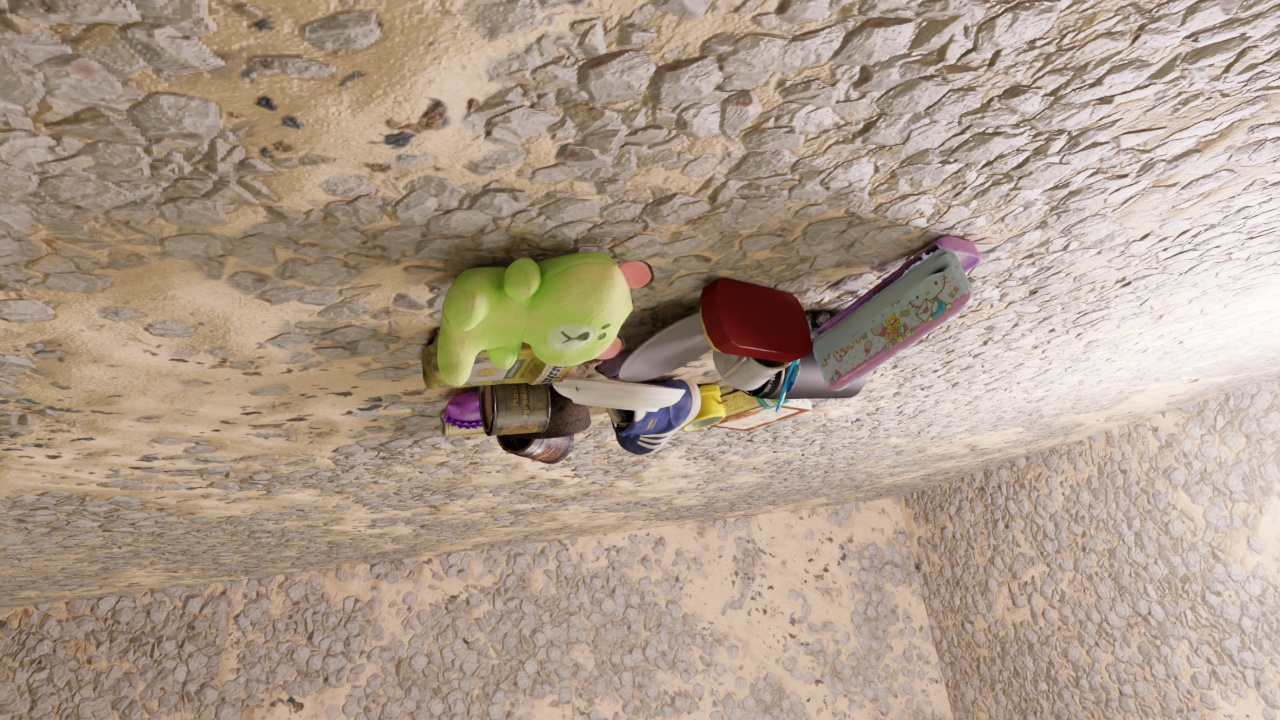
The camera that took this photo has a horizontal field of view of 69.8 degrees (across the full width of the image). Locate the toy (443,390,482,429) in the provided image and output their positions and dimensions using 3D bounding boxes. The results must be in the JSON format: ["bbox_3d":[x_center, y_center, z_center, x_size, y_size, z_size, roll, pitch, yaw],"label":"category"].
[{"bbox_3d":[-0.230,0.069,1.269,0.088,0.055,0.106,-1,163,-17],"label":"toy"}]

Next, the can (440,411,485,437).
[{"bbox_3d":[-0.254,0.092,1.360,0.079,0.038,0.038,-3,162,-23],"label":"can"}]

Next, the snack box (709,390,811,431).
[{"bbox_3d":[0.198,0.081,1.585,0.143,0.041,0.146,-22,159,35],"label":"snack box"}]

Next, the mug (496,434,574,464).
[{"bbox_3d":[-0.150,0.103,1.418,0.116,0.080,0.107,-44,154,10],"label":"mug"}]

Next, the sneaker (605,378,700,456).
[{"bbox_3d":[-0.018,0.096,1.420,0.118,0.091,0.234,-4,163,-34],"label":"sneaker"}]

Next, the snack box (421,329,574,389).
[{"bbox_3d":[-0.165,-0.002,1.088,0.180,0.045,0.121,-4,162,-22],"label":"snack box"}]

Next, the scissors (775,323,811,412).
[{"bbox_3d":[0.189,0.026,1.158,0.013,0.117,0.140,19,128,4],"label":"scissors"}]

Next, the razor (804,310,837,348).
[{"bbox_3d":[0.276,-0.046,1.208,0.151,0.054,0.067,-9,152,-23],"label":"razor"}]

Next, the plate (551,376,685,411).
[{"bbox_3d":[-0.033,0.046,1.232,0.182,0.034,0.182,6,179,0],"label":"plate"}]

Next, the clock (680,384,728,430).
[{"bbox_3d":[0.081,0.079,1.479,0.118,0.057,0.083,-16,164,-2],"label":"clock"}]

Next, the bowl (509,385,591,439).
[{"bbox_3d":[-0.132,0.065,1.289,0.121,0.056,0.121,-3,-167,1],"label":"bowl"}]

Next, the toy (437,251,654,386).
[{"bbox_3d":[-0.101,-0.050,0.891,0.196,0.107,0.150,-12,143,-28],"label":"toy"}]

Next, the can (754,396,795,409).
[{"bbox_3d":[0.229,0.038,1.436,0.102,0.055,0.054,-24,158,40],"label":"can"}]

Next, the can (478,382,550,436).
[{"bbox_3d":[-0.165,0.051,1.188,0.074,0.089,0.090,-3,162,-22],"label":"can"}]

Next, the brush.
[{"bbox_3d":[0.130,-0.042,1.064,0.173,0.082,0.042,7,157,-45],"label":"brush"}]

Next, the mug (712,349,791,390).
[{"bbox_3d":[0.131,-0.005,1.141,0.112,0.084,0.071,-36,174,-37],"label":"mug"}]

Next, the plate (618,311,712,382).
[{"bbox_3d":[0.050,-0.024,1.141,0.178,0.012,0.178,-25,163,-8],"label":"plate"}]

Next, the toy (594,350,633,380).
[{"bbox_3d":[-0.007,0.007,1.230,0.100,0.036,0.080,-13,168,6],"label":"toy"}]

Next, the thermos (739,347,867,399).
[{"bbox_3d":[0.216,0.011,1.286,0.198,0.086,0.086,1,160,-32],"label":"thermos"}]

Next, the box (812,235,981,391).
[{"bbox_3d":[0.305,-0.047,1.070,0.090,0.091,0.215,5,147,-40],"label":"box"}]
